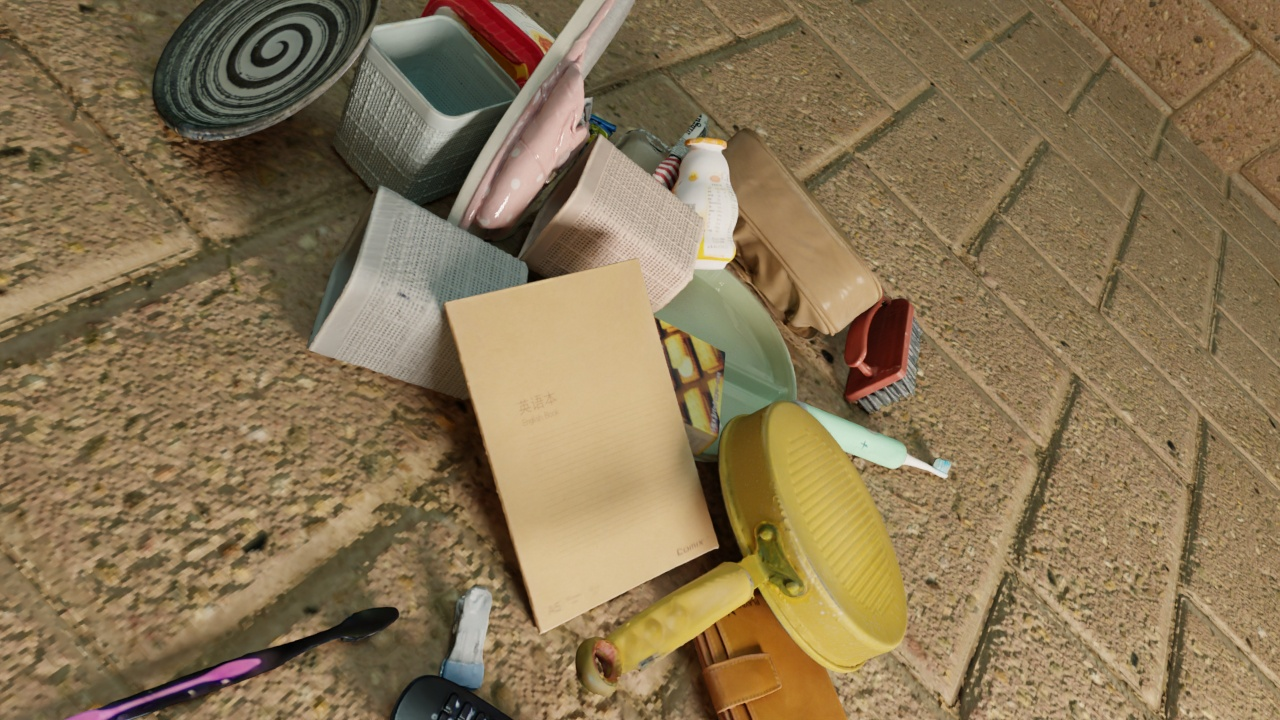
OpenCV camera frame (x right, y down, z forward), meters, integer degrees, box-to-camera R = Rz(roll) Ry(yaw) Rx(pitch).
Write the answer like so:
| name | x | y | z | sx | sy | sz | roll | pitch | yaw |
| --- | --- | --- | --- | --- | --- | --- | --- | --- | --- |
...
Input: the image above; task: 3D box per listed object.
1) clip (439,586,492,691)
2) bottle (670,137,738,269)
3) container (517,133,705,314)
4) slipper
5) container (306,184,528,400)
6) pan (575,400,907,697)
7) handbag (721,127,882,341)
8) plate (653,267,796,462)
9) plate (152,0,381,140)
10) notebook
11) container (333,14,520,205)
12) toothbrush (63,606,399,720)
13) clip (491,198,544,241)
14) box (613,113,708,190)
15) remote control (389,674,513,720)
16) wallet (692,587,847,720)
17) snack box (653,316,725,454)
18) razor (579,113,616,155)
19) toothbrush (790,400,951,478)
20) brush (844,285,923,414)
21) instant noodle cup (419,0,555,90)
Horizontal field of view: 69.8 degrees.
| name | x | y | z | sx | sy | sz | roll | pitch | yaw |
| --- | --- | --- | --- | --- | --- | --- | --- | --- | --- |
| clip | -0.098 | 0.159 | 0.527 | 0.024 | 0.028 | 0.056 | 21 | 56 | -21 |
| bottle | 0.052 | -0.132 | 0.777 | 0.063 | 0.063 | 0.108 | 0 | 95 | -37 |
| container | -0.018 | -0.094 | 0.704 | 0.111 | 0.090 | 0.089 | 33 | 43 | -17 |
| slipper | -0.066 | -0.173 | 0.676 | 0.054 | 0.114 | 0.274 | 31 | 86 | -7 |
| container | -0.142 | -0.039 | 0.606 | 0.114 | 0.090 | 0.090 | 24 | 46 | -24 |
| pan | 0.077 | 0.134 | 0.600 | 0.356 | 0.078 | 0.197 | -6 | 68 | -63 |
| handbag | 0.128 | -0.108 | 0.851 | 0.204 | 0.100 | 0.147 | 55 | 4 | 15 |
| plate | 0.031 | -0.014 | 0.762 | 0.230 | 0.028 | 0.229 | 21 | 46 | -24 |
| plate | -0.257 | -0.218 | 0.640 | 0.024 | 0.179 | 0.179 | 61 | 15 | -56 |
| notebook | -0.033 | 0.049 | 0.598 | 0.149 | 0.012 | 0.211 | -18 | 94 | -36 |
| container | -0.164 | -0.180 | 0.687 | 0.090 | 0.112 | 0.089 | 48 | 43 | 6 |
| toothbrush | -0.208 | 0.157 | 0.453 | 0.188 | 0.018 | 0.014 | -12 | 64 | -39 |
| clip | -0.079 | -0.125 | 0.765 | 0.098 | 0.035 | 0.099 | 24 | 49 | -17 |
| box | 0.009 | -0.182 | 0.840 | 0.075 | 0.086 | 0.161 | 42 | 39 | -7 |
| remote control | -0.076 | 0.220 | 0.490 | 0.136 | 0.024 | 0.053 | 38 | 40 | -7 |
| wallet | 0.080 | 0.213 | 0.613 | 0.118 | 0.035 | 0.130 | 5 | 53 | -42 |
| snack box | -0.004 | 0.004 | 0.678 | 0.140 | 0.034 | 0.086 | 25 | 46 | -16 |
| razor | -0.048 | -0.192 | 0.838 | 0.042 | 0.022 | 0.142 | 22 | 33 | -12 |
| toothbrush | 0.206 | 0.076 | 0.806 | 0.224 | 0.027 | 0.026 | 21 | 5 | -36 |
| brush | 0.235 | -0.020 | 0.895 | 0.069 | 0.063 | 0.145 | 47 | 39 | -15 |
| instant noodle cup | -0.126 | -0.246 | 0.778 | 0.116 | 0.117 | 0.124 | 41 | 30 | -2 |
